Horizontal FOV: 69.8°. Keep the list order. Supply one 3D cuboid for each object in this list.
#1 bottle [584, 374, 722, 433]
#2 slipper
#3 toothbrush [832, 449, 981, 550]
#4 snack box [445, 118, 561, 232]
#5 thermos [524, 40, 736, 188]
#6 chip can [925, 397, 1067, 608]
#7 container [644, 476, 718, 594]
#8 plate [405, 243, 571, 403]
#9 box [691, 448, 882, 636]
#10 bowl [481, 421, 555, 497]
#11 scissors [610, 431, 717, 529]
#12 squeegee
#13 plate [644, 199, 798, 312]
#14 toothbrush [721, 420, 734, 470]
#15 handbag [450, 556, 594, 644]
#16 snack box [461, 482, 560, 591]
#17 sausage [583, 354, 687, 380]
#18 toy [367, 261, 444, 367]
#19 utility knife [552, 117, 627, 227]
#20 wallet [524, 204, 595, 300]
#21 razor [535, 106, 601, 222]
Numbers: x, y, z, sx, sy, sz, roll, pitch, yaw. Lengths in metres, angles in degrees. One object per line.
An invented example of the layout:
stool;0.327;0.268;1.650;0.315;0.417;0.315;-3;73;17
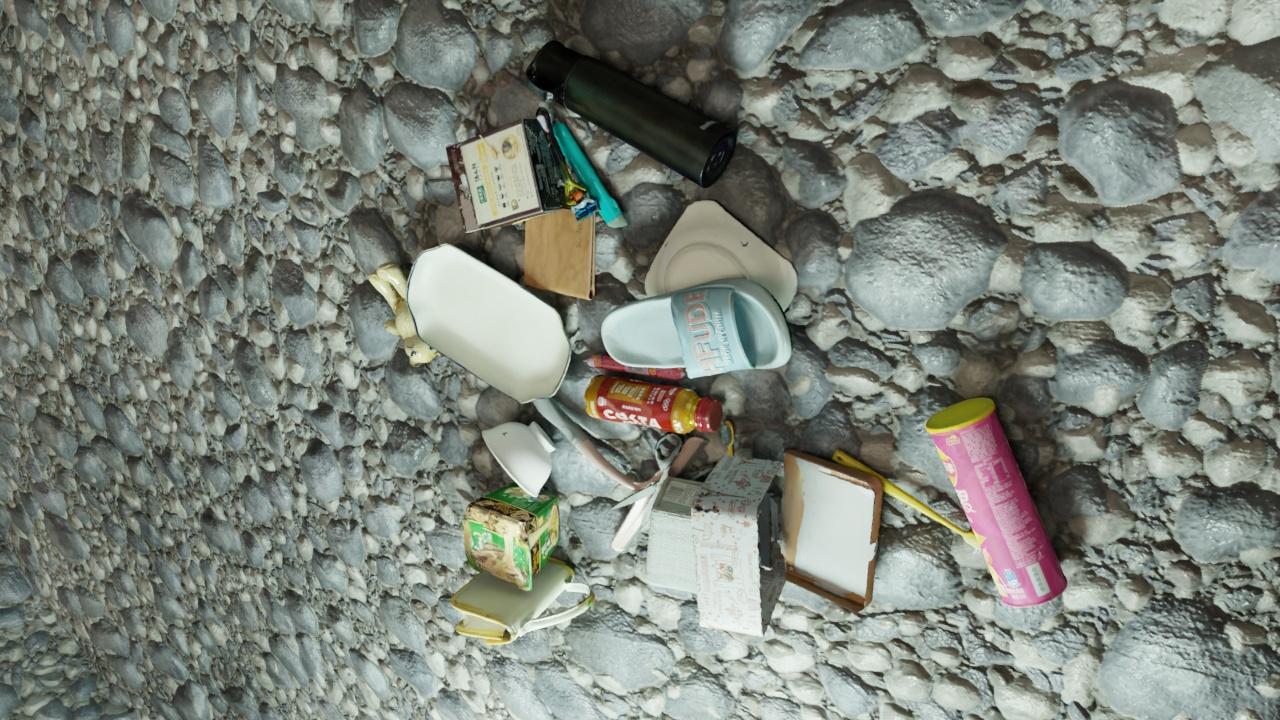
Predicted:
bottle;0.016;0.056;1.145;0.175;0.057;0.057;8;114;29
slipper;0.052;-0.031;1.031;0.246;0.074;0.104;-3;107;34
toothbrush;0.302;0.154;1.030;0.190;0.016;0.016;32;124;19
snack box;-0.169;-0.227;1.138;0.126;0.053;0.113;-9;96;36
thermos;-0.019;-0.269;1.010;0.242;0.089;0.069;32;140;17
chip can;0.368;0.148;0.950;0.072;0.071;0.210;-20;99;37
container;0.058;0.216;1.152;0.090;0.090;0.114;8;119;13
plate;-0.202;-0.053;1.243;0.266;0.034;0.162;31;120;14
box;0.177;0.216;1.058;0.193;0.156;0.183;5;115;24
bowl;-0.157;0.123;1.271;0.065;0.118;0.118;-39;85;0
scissors;0.032;0.158;1.184;0.176;0.014;0.159;-2;119;18
squeegee;-0.068;0.115;1.237;0.249;0.040;0.248;41;126;13
plate;0.083;-0.083;1.058;0.164;0.034;0.164;41;126;11
toothbrush;0.115;0.165;1.152;0.016;0.018;0.191;7;113;32
handbag;-0.159;0.347;1.314;0.179;0.162;0.063;7;115;30
snack box;-0.175;0.243;1.317;0.118;0.105;0.118;15;119;28
sausage;-0.007;0.007;1.163;0.156;0.020;0.020;8;114;30
toy;-0.335;-0.066;1.312;0.105;0.066;0.157;-20;106;20
utility knife;-0.063;-0.224;1.106;0.029;0.013;0.157;-33;88;36
wallet;-0.102;-0.140;1.163;0.101;0.020;0.115;13;113;26
razor;-0.094;-0.237;1.100;0.043;0.022;0.143;-20;96;42
